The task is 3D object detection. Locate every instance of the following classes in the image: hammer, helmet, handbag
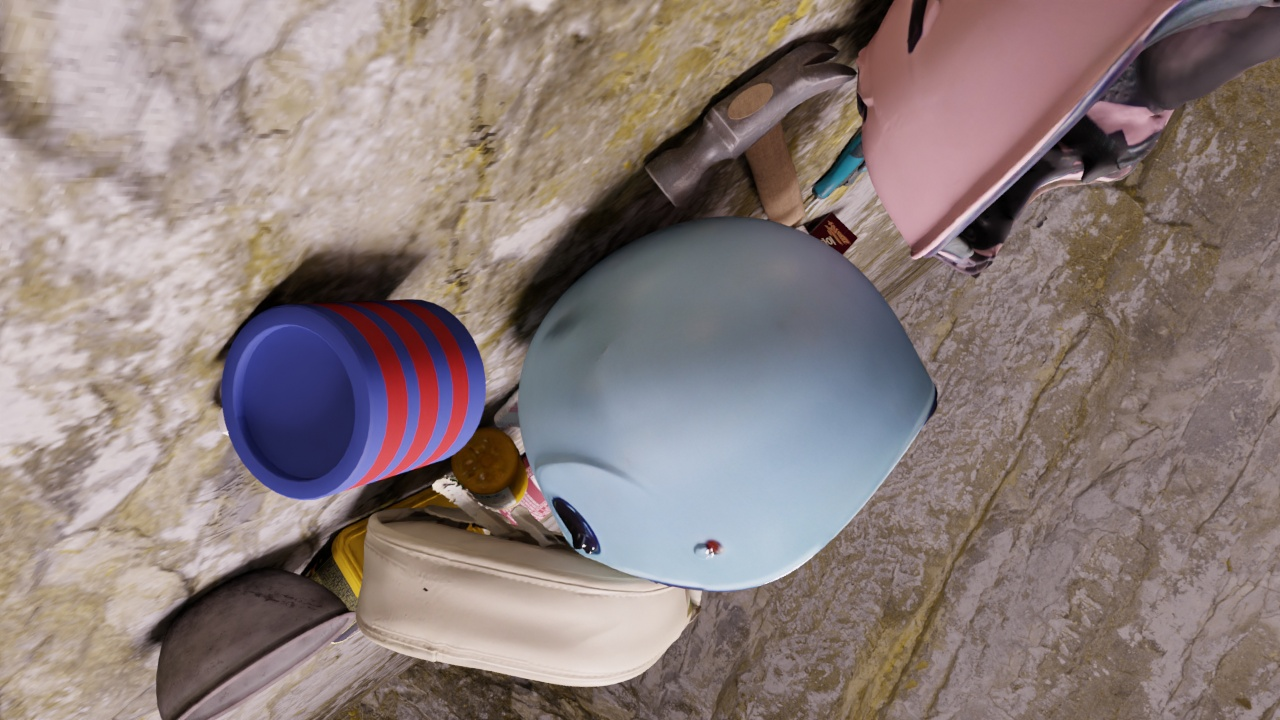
[{"bbox_3d":[0.090,-0.119,0.609,0.119,0.030,0.331,-38,169,9],"label":"hammer"},{"bbox_3d":[0.208,-0.161,0.455,0.255,0.152,0.230,-34,171,-18],"label":"helmet"},{"bbox_3d":[-0.080,0.146,0.692,0.183,0.229,0.132,-8,110,-66],"label":"handbag"},{"bbox_3d":[0.029,0.008,0.544,0.224,0.167,0.266,-43,-160,-33],"label":"helmet"}]

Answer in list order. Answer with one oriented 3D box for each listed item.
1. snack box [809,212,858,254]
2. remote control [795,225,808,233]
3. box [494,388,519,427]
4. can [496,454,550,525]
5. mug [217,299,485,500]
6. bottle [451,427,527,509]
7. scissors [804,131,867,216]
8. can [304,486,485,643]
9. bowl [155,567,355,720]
[{"bbox_3d":[0.126,-0.060,0.893,0.132,0.036,0.152,-43,177,-45],"label":"snack box"},{"bbox_3d":[0.073,-0.073,0.752,0.135,0.011,0.050,-24,167,-16],"label":"remote control"},{"bbox_3d":[-0.007,-0.003,0.721,0.155,0.058,0.202,22,128,-39],"label":"box"},{"bbox_3d":[-0.097,0.121,0.957,0.114,0.063,0.063,-39,170,13],"label":"can"},{"bbox_3d":[-0.133,0.016,0.387,0.112,0.075,0.076,-12,180,24],"label":"mug"},{"bbox_3d":[-0.126,0.101,0.800,0.053,0.053,0.186,-35,169,-11],"label":"bottle"},{"bbox_3d":[0.172,-0.157,0.730,0.151,0.019,0.120,-38,170,20],"label":"scissors"},{"bbox_3d":[-0.216,0.177,0.795,0.101,0.072,0.130,-41,169,38],"label":"can"},{"bbox_3d":[-0.289,0.201,0.670,0.145,0.067,0.145,-35,170,-8],"label":"bowl"}]
